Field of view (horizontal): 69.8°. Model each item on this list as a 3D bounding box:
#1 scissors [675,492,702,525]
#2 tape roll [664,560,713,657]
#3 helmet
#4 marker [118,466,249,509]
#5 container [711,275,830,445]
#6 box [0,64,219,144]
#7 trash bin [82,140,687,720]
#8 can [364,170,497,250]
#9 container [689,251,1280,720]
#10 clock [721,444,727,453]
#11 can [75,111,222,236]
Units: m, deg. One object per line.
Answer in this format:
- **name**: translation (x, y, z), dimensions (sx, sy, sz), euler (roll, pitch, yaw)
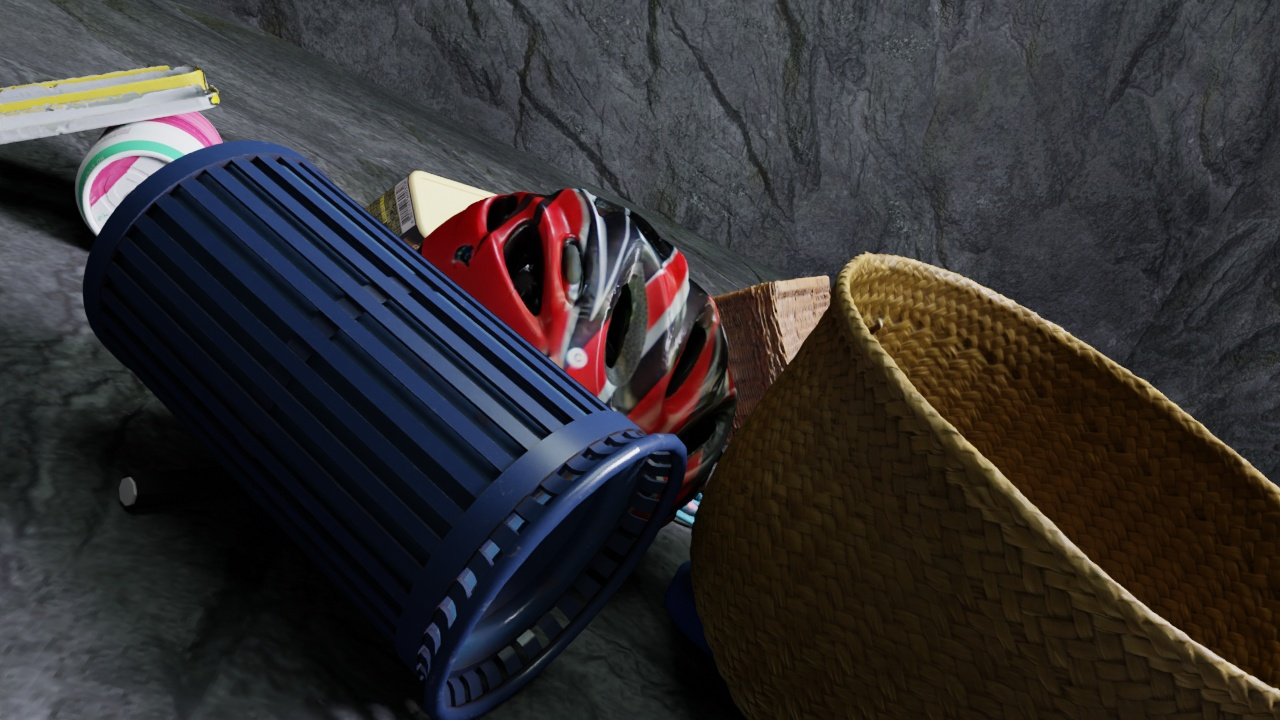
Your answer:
- **scissors**: translation (0.068, 0.125, 0.669), dimensions (0.137, 0.015, 0.056), euler (33, 16, 2)
- **tape roll**: translation (0.060, 0.151, 0.536), dimensions (0.093, 0.016, 0.091), euler (16, 17, -35)
- **helmet**: translation (-0.036, -0.006, 0.568), dimensions (0.217, 0.167, 0.272), euler (56, -3, -28)
- **marker**: translation (-0.182, 0.057, 0.438), dimensions (0.021, 0.017, 0.123), euler (34, 17, 29)
- **container**: translation (0.092, -0.002, 0.753), dimensions (0.113, 0.114, 0.198), euler (-10, 2, 25)
- **box**: translation (-0.414, -0.178, 0.651), dimensions (0.209, 0.023, 0.127), euler (-18, 35, -25)
- **trash bin**: translation (-0.119, 0.016, 0.400), dimensions (0.249, 0.139, 0.139), euler (38, 17, 20)
- **can**: translation (-0.181, -0.105, 0.813), dimensions (0.130, 0.101, 0.072), euler (8, 63, -52)
- **container**: translation (0.177, 0.104, 0.474), dimensions (0.307, 0.197, 0.306), euler (25, 27, -14)
- **clock**: translation (0.117, 0.079, 0.830), dimensions (0.125, 0.052, 0.088), euler (30, 15, 15)
- **can**: translation (-0.355, -0.135, 0.675), dimensions (0.088, 0.088, 0.166), euler (19, 16, -29)
